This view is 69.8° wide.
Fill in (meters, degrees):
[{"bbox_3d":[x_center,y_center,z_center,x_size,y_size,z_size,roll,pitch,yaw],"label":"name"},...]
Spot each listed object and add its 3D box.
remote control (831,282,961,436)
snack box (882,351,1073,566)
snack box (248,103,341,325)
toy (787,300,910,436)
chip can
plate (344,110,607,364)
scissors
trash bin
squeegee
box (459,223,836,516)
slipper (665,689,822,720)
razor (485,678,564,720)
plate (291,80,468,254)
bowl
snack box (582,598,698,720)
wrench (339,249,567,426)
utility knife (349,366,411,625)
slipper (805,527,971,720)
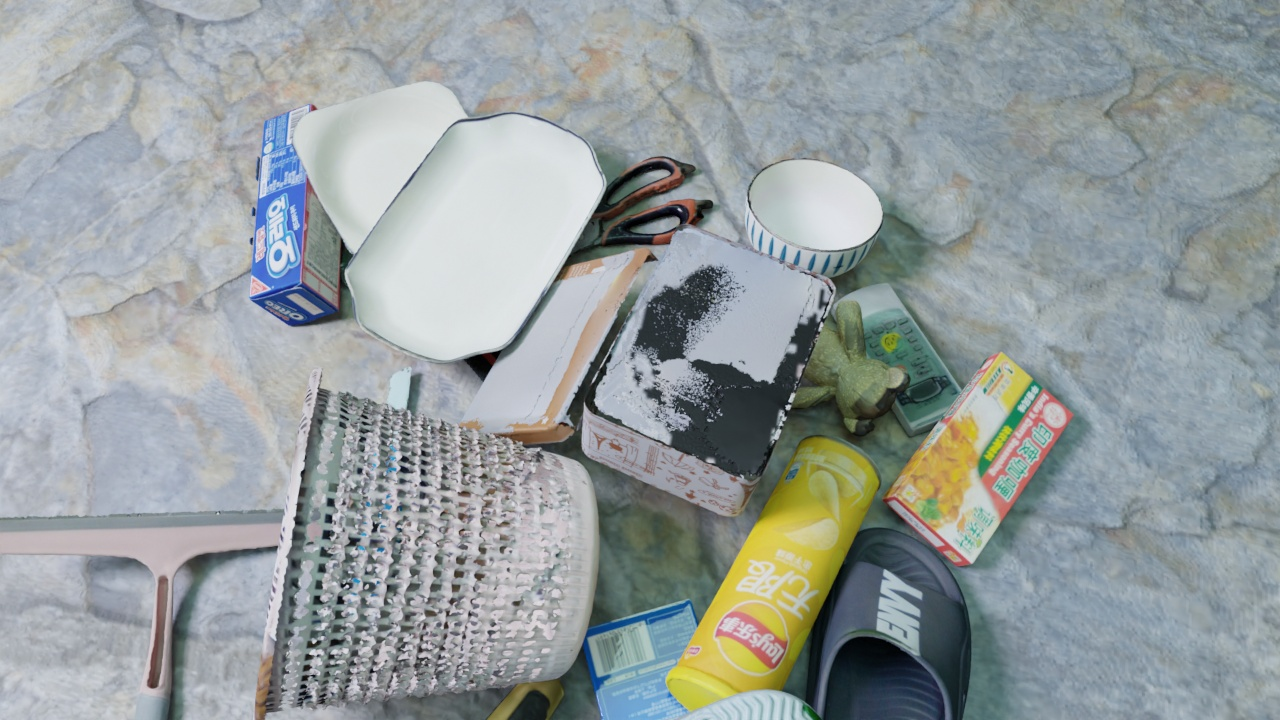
[{"bbox_3d":[0.215,-0.004,0.768,0.056,0.019,0.135,-22,63,-8],"label":"remote control"},{"bbox_3d":[0.261,0.074,0.709,0.077,0.027,0.155,42,71,2],"label":"snack box"},{"bbox_3d":[-0.310,-0.134,0.833,0.057,0.058,0.207,-16,61,13],"label":"snack box"},{"bbox_3d":[0.147,-0.009,0.749,0.157,0.066,0.105,49,117,32],"label":"toy"},{"bbox_3d":[0.099,0.152,0.644,0.072,0.072,0.212,27,58,16],"label":"chip can"},{"bbox_3d":[-0.138,-0.107,0.796,0.162,0.034,0.265,23,64,8],"label":"plate"},{"bbox_3d":[-0.033,-0.112,0.839,0.197,0.015,0.205,14,64,9],"label":"scissors"},{"bbox_3d":[-0.138,0.129,0.609,0.192,0.228,0.227,9,61,-18],"label":"trash bin"},{"bbox_3d":[-0.350,0.234,0.659,0.247,0.040,0.249,1,67,-16],"label":"squeegee"},{"bbox_3d":[-0.005,-0.003,0.682,0.274,0.125,0.178,10,58,28],"label":"box"},{"bbox_3d":[0.013,0.277,0.564,0.246,0.074,0.104,-28,74,22],"label":"slipper"},{"bbox_3d":[-0.110,0.281,0.612,0.062,0.068,0.167,43,63,-4],"label":"razor"},{"bbox_3d":[-0.218,-0.168,0.845,0.163,0.034,0.164,-25,82,-26],"label":"plate"},{"bbox_3d":[0.145,-0.113,0.796,0.116,0.066,0.116,2,52,-3],"label":"bowl"},{"bbox_3d":[0.018,0.254,0.637,0.084,0.026,0.157,-15,63,-5],"label":"snack box"},{"bbox_3d":[-0.164,-0.023,0.798,0.273,0.016,0.056,38,73,20],"label":"wrench"},{"bbox_3d":[-0.202,0.101,0.732,0.034,0.018,0.215,-2,63,3],"label":"utility knife"},{"bbox_3d":[0.166,0.222,0.602,0.111,0.083,0.267,15,53,8],"label":"slipper"}]
